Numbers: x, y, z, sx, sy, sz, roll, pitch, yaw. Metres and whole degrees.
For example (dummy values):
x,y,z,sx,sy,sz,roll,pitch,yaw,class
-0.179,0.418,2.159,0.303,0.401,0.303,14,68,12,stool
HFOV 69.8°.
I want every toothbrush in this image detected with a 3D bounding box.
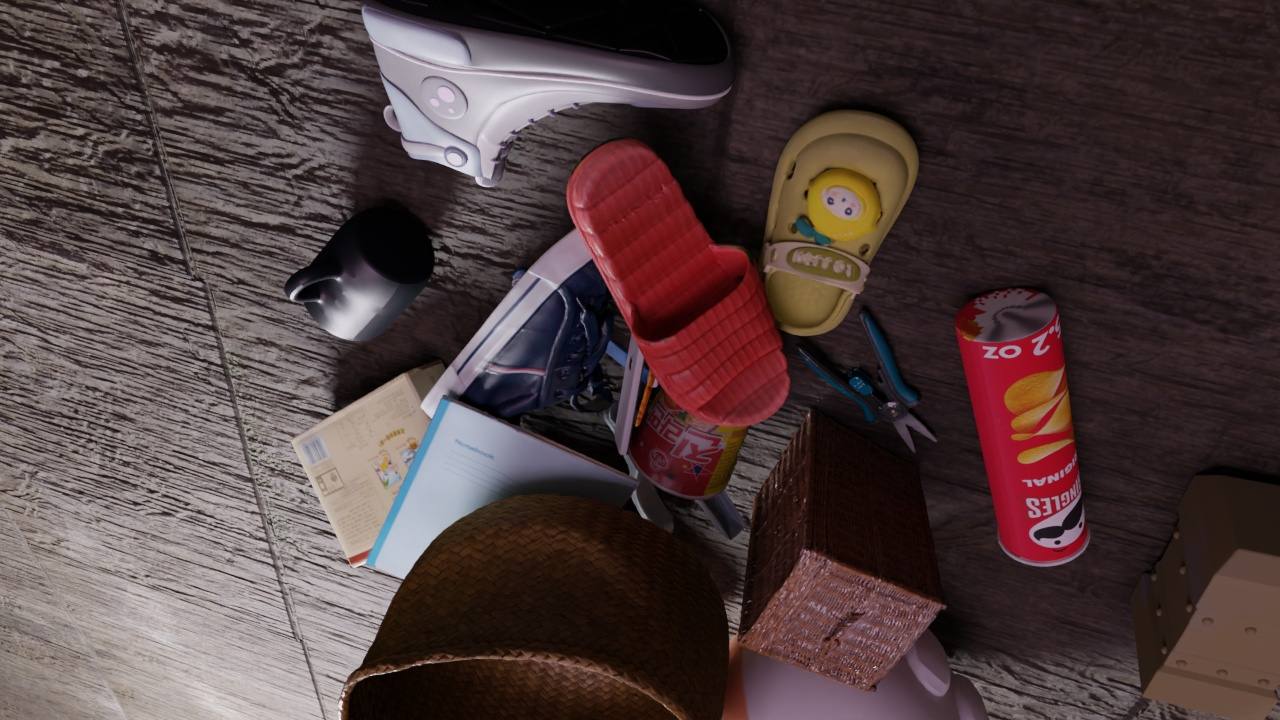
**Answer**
x,y,z,sx,sy,sz,roll,pitch,yaw,class
-0.044,-0.023,0.803,0.166,0.014,0.016,39,132,-12,toothbrush

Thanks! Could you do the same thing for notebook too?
x,y,z,sx,sy,sz,roll,pitch,yaw,class
-0.134,0.149,0.830,0.181,0.009,0.254,25,129,-9,notebook

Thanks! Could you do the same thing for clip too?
x,y,z,sx,sy,sz,roll,pitch,yaw,class
0.020,0.126,0.870,0.169,0.031,0.165,44,150,19,clip

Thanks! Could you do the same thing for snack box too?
x,y,z,sx,sy,sz,roll,pitch,yaw,class
-0.247,0.108,0.927,0.208,0.055,0.153,-26,90,34,snack box

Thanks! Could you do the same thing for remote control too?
x,y,z,sx,sy,sz,roll,pitch,yaw,class
-0.004,0.004,0.755,0.008,0.045,0.147,7,108,-11,remote control

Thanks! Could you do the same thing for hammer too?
x,y,z,sx,sy,sz,roll,pitch,yaw,class
0.569,0.208,0.682,0.325,0.100,0.191,10,131,14,hammer

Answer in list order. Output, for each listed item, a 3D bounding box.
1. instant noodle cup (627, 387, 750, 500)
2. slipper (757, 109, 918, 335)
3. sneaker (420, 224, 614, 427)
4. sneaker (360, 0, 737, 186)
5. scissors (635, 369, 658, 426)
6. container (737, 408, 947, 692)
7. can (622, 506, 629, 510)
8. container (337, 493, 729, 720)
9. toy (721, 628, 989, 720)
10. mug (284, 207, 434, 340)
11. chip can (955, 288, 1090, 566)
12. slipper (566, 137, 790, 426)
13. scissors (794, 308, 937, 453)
x,y,z,sx,sy,sz,roll,pitch,yaw,class
0.052,0.043,0.770,0.100,0.100,0.113,26,125,0,instant noodle cup
0.124,-0.081,0.643,0.091,0.081,0.191,21,135,8,slipper
-0.056,-0.017,0.741,0.127,0.120,0.295,41,123,-3,sneaker
-0.066,-0.180,0.642,0.257,0.092,0.161,15,140,8,sneaker
0.014,-0.006,0.743,0.011,0.125,0.131,15,170,7,scissors
0.158,0.149,0.739,0.112,0.198,0.114,24,121,-4,container
-0.051,0.148,0.935,0.080,0.031,0.032,28,133,-1,can
-0.072,0.267,0.777,0.307,0.196,0.308,6,126,8,container
0.175,0.353,0.858,0.281,0.265,0.263,-34,103,23,toy
-0.243,-0.072,0.774,0.095,0.121,0.085,-36,80,38,mug
0.290,0.055,0.692,0.069,0.069,0.221,-6,124,27,chip can
0.038,-0.041,0.646,0.249,0.103,0.059,54,170,-28,slipper
0.187,0.015,0.736,0.151,0.019,0.119,18,129,1,scissors
